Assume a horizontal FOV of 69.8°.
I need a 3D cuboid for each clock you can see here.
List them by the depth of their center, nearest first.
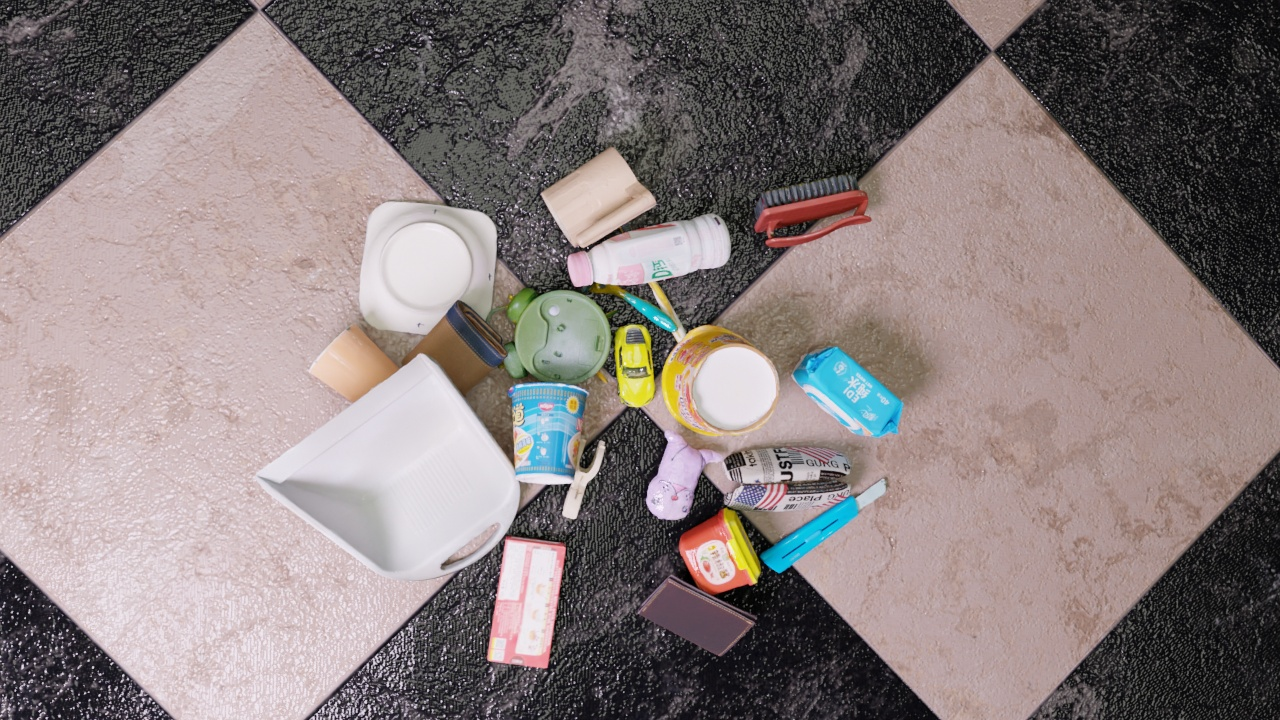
[{"bbox_3d":[-0.112,-0.029,1.129,0.161,0.056,0.116,8,87,-5],"label":"clock"}]

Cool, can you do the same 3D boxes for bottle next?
[{"bbox_3d":[0.010,-0.130,1.120,0.196,0.068,0.068,-13,90,-17],"label":"bottle"}]

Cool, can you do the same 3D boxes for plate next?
[{"bbox_3d":[-0.262,-0.113,1.127,0.164,0.034,0.163,5,89,-5],"label":"plate"}]

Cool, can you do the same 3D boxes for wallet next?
[{"bbox_3d":[-0.225,-0.004,1.109,0.115,0.033,0.090,-43,90,20],"label":"wallet"},{"bbox_3d":[0.068,0.315,1.133,0.122,0.020,0.097,28,130,-6],"label":"wallet"}]

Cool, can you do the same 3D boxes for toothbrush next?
[{"bbox_3d":[0.017,-0.098,1.161,0.016,0.018,0.191,-27,92,-4],"label":"toothbrush"}]

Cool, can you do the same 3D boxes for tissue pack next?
[{"bbox_3d":[0.257,0.041,1.147,0.140,0.090,0.063,41,86,-4],"label":"tissue pack"}]

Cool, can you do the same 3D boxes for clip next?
[{"bbox_3d":[-0.072,0.142,1.125,0.035,0.083,0.104,20,76,-5],"label":"clip"}]

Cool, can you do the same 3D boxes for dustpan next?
[{"bbox_3d":[-0.254,0.149,1.047,0.222,0.258,0.142,-37,69,-5],"label":"dustpan"}]

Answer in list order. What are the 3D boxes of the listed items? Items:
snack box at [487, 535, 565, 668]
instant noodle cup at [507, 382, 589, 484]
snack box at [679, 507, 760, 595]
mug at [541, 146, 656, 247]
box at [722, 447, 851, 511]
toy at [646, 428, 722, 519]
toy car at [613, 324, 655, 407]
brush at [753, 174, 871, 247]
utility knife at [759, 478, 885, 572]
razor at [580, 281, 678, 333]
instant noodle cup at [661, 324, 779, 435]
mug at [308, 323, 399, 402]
[{"bbox_3d":[-0.141,0.299,1.137,0.075,0.025,0.153,9,89,-7],"label":"snack box"},{"bbox_3d":[-0.112,0.090,1.095,0.099,0.099,0.109,3,76,-6],"label":"instant noodle cup"},{"bbox_3d":[0.097,0.240,1.139,0.080,0.082,0.091,-26,91,8],"label":"snack box"},{"bbox_3d":[-0.050,-0.189,1.108,0.103,0.124,0.084,-33,130,-4],"label":"mug"},{"bbox_3d":[0.184,0.161,1.159,0.162,0.076,0.088,-1,111,-9],"label":"box"},{"bbox_3d":[0.048,0.150,1.151,0.084,0.039,0.108,24,86,-14],"label":"toy"},{"bbox_3d":[-0.007,0.007,1.151,0.048,0.032,0.105,-5,91,-6],"label":"toy car"},{"bbox_3d":[0.220,-0.188,1.161,0.145,0.063,0.069,-14,79,-7],"label":"brush"},{"bbox_3d":[0.239,0.210,1.180,0.191,0.018,0.034,-33,92,-7],"label":"utility knife"},{"bbox_3d":[-0.009,-0.072,1.153,0.132,0.028,0.043,30,110,-1],"label":"razor"},{"bbox_3d":[0.102,0.031,1.117,0.138,0.110,0.138,0,93,-8],"label":"instant noodle cup"},{"bbox_3d":[-0.324,0.025,1.101,0.123,0.078,0.078,43,85,-9],"label":"mug"}]
